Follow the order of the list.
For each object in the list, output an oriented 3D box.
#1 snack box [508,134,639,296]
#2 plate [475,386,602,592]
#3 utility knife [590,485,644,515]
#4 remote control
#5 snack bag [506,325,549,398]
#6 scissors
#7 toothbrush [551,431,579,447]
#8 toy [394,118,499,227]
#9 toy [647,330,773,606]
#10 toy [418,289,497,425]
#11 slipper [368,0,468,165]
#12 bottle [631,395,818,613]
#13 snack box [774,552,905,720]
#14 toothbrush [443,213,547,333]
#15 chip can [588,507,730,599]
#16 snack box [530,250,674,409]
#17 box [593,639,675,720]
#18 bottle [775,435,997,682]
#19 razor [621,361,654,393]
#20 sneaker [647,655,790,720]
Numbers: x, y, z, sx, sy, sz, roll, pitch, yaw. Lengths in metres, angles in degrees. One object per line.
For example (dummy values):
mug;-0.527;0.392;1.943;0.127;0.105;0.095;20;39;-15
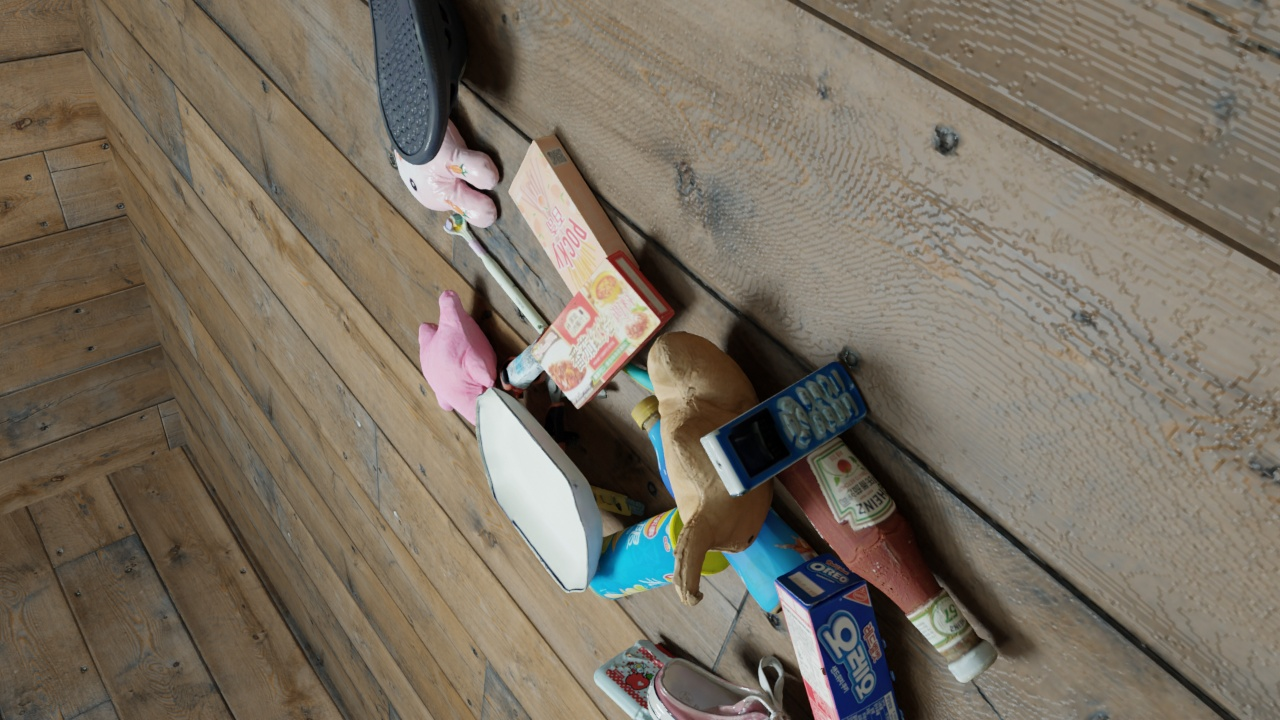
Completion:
snack box;-0.066;-0.126;0.870;0.157;0.026;0.085;58;146;11
plate;-0.110;0.134;0.999;0.266;0.034;0.162;41;138;44
utility knife;-0.047;0.152;1.036;0.179;0.019;0.031;1;118;49
remote control;0.105;0.048;0.659;0.049;0.124;0.024;61;156;3
snack bag;-0.120;0.004;0.999;0.106;0.026;0.045;-39;56;48
scissors;-0.101;0.033;1.019;0.189;0.015;0.226;46;134;36
toothbrush;-0.123;0.090;1.096;0.189;0.014;0.017;-2;103;55
toy;-0.213;-0.212;0.998;0.159;0.054;0.121;34;137;26
toy;0.056;0.084;0.701;0.083;0.143;0.225;-29;45;27
toy;-0.220;0.017;1.129;0.178;0.074;0.195;63;150;5
slipper;-0.210;-0.321;0.911;0.111;0.083;0.268;-33;65;48
bottle;0.068;0.118;0.806;0.218;0.065;0.065;50;143;22
snack box;0.166;0.258;0.741;0.058;0.057;0.207;35;146;65
toothbrush;-0.159;-0.096;1.024;0.189;0.029;0.020;49;-175;20
chip can;0.013;0.194;0.924;0.071;0.071;0.211;62;146;5
snack box;-0.038;-0.025;0.838;0.075;0.025;0.153;50;133;6
box;0.046;0.390;0.980;0.201;0.100;0.095;24;129;46
bottle;0.179;0.140;0.676;0.206;0.059;0.060;52;144;18
razor;-0.005;0.005;0.868;0.132;0.043;0.028;32;143;31
sneaker;0.115;0.354;0.851;0.241;0.118;0.088;34;126;19
